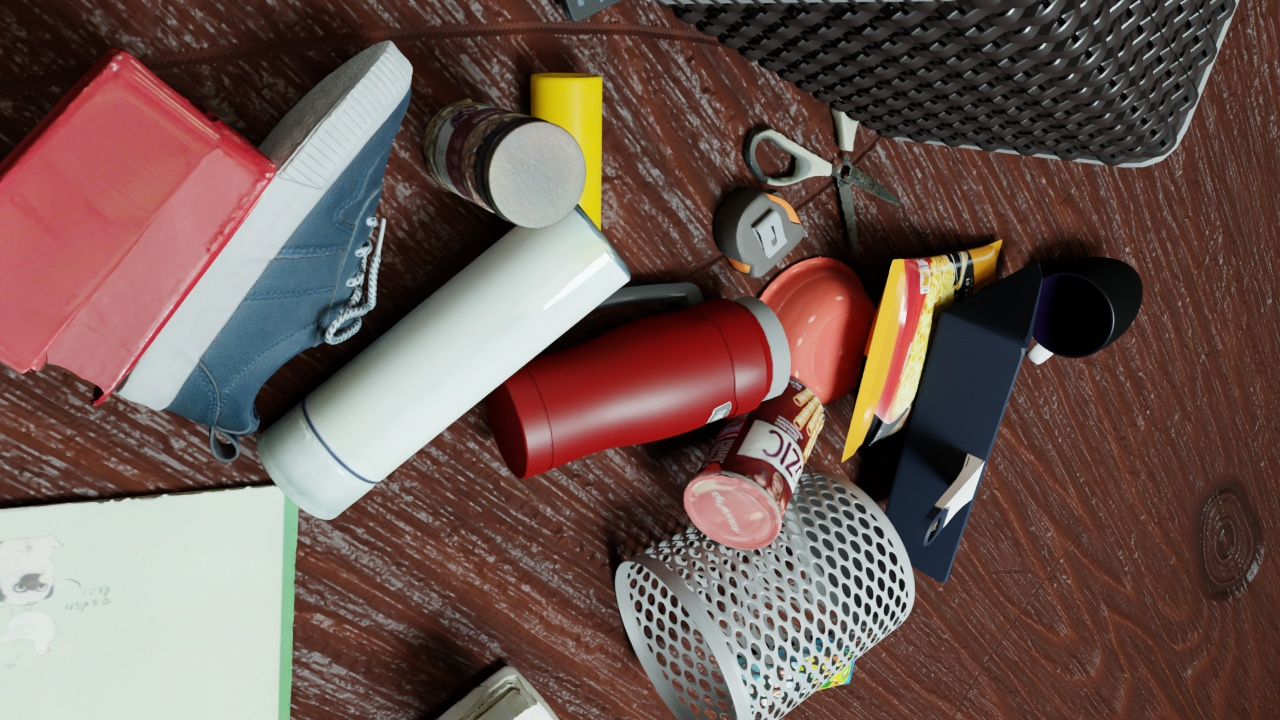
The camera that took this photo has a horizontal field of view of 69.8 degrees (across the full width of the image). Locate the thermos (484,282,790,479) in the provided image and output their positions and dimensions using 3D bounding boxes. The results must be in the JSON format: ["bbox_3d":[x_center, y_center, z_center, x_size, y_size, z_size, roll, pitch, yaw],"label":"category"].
[{"bbox_3d":[-0.004,0.004,0.627,0.198,0.084,0.108,-16,84,-24],"label":"thermos"}]

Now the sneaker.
[{"bbox_3d":[-0.179,-0.055,0.485,0.087,0.089,0.235,34,95,-34],"label":"sneaker"}]

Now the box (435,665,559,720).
[{"bbox_3d":[-0.099,0.292,0.599,0.143,0.187,0.105,-37,140,-21],"label":"box"}]

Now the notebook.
[{"bbox_3d":[-0.305,0.195,0.555,0.181,0.010,0.253,-2,110,-32],"label":"notebook"}]

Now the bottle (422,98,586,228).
[{"bbox_3d":[-0.078,-0.111,0.511,0.056,0.105,0.056,-12,115,-28],"label":"bottle"}]

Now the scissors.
[{"bbox_3d":[0.145,-0.157,0.689,0.170,0.012,0.158,-2,111,-31],"label":"scissors"}]

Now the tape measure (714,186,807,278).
[{"bbox_3d":[0.087,-0.095,0.662,0.058,0.038,0.059,-41,125,-11],"label":"tape measure"}]

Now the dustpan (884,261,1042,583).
[{"bbox_3d":[0.270,0.069,0.755,0.272,0.080,0.237,-23,131,-39],"label":"dustpan"}]

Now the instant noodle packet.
[{"bbox_3d":[0.239,-0.015,0.762,0.220,0.032,0.160,-14,121,-48],"label":"instant noodle packet"}]

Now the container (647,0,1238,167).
[{"bbox_3d":[0.190,-0.265,0.517,0.243,0.246,0.247,17,95,-43],"label":"container"}]

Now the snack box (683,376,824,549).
[{"bbox_3d":[0.087,0.072,0.677,0.121,0.072,0.072,-54,135,-45],"label":"snack box"}]

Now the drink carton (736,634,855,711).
[{"bbox_3d":[0.142,0.290,0.854,0.128,0.038,0.044,-2,110,-32],"label":"drink carton"}]

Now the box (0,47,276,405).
[{"bbox_3d":[-0.234,-0.067,0.402,0.128,0.158,0.087,-51,121,-7],"label":"box"}]

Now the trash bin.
[{"bbox_3d":[0.099,0.185,0.716,0.183,0.156,0.157,-24,120,-25],"label":"trash bin"}]

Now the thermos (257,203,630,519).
[{"bbox_3d":[-0.113,-0.002,0.532,0.230,0.068,0.068,-38,125,2],"label":"thermos"}]

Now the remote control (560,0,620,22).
[{"bbox_3d":[0.008,-0.257,0.559,0.150,0.022,0.047,-32,123,-19],"label":"remote control"}]

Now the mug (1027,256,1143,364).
[{"bbox_3d":[0.418,-0.045,0.873,0.100,0.085,0.119,-24,151,-36],"label":"mug"}]

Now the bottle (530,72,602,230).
[{"bbox_3d":[-0.046,-0.103,0.573,0.043,0.043,0.144,-11,115,-28],"label":"bottle"}]

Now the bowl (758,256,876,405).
[{"bbox_3d":[0.145,-0.013,0.728,0.130,0.045,0.131,-12,115,-28],"label":"bowl"}]
